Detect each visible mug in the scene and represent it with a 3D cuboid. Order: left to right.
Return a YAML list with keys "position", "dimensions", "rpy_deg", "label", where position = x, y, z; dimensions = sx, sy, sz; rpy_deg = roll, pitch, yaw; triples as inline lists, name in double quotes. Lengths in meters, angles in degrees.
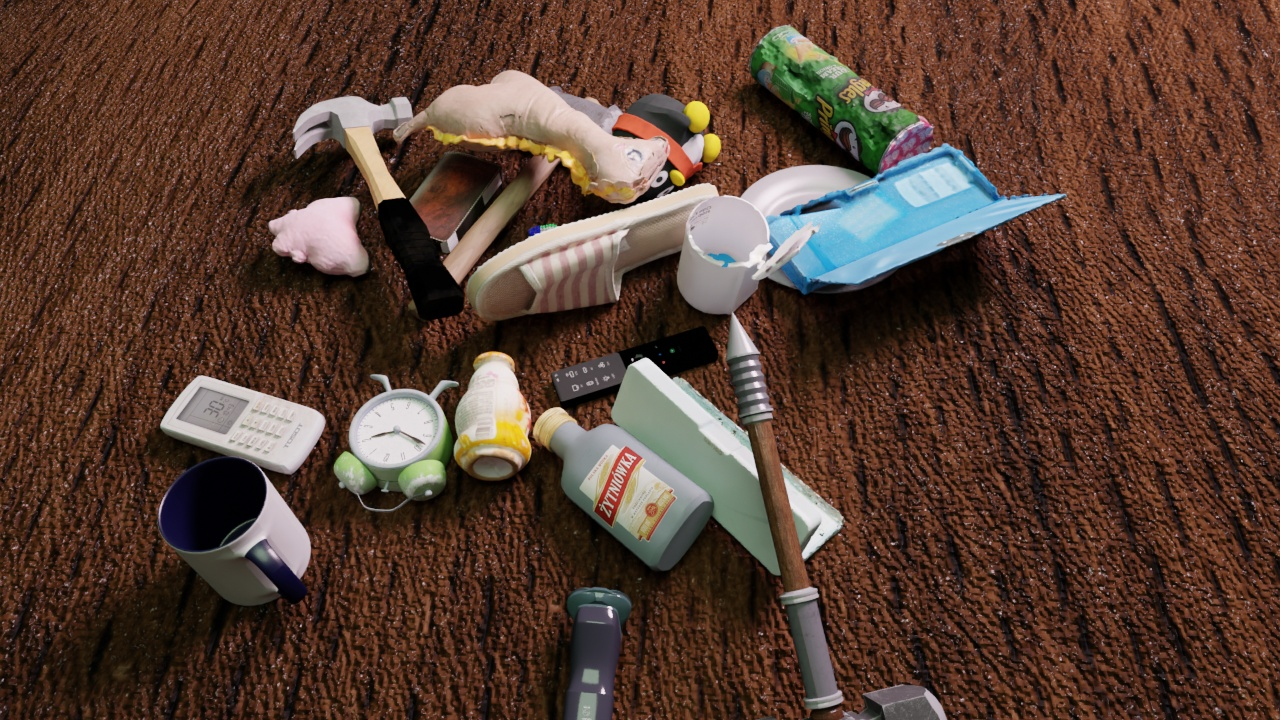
- position: [-0.293, 0.140, 0.691]
  dimensions: [0.112, 0.097, 0.078]
  rpy_deg: [34, 62, 25]
  label: "mug"

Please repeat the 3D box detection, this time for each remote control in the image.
- position: [-0.346, 0.056, 0.801]
  dimensions: [0.138, 0.025, 0.060]
  rpy_deg: [15, 55, 14]
  label: "remote control"
- position: [-0.005, 0.005, 0.829]
  dimensions: [0.150, 0.013, 0.034]
  rpy_deg: [-17, 54, -10]
  label: "remote control"

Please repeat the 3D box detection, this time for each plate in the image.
- position: [0.181, -0.132, 0.923]
  dimensions: [0.178, 0.012, 0.178]
  rpy_deg: [-2, 53, 2]
  label: "plate"

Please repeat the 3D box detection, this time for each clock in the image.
- position: [-0.202, 0.073, 0.771]
  dimensions: [0.094, 0.043, 0.119]
  rpy_deg: [5, 53, 8]
  label: "clock"

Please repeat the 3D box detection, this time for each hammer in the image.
- position: [-0.250, -0.160, 0.910]
  dimensions: [0.131, 0.039, 0.328]
  rpy_deg: [-14, 51, -26]
  label: "hammer"
- position: [-0.133, -0.165, 0.947]
  dimensions: [0.098, 0.052, 0.327]
  rpy_deg: [24, 61, 19]
  label: "hammer"
- position: [0.100, 0.124, 0.631]
  dimensions: [0.156, 0.043, 0.322]
  rpy_deg: [-11, 81, -5]
  label: "hammer"

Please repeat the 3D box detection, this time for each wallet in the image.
- position: [-0.202, -0.169, 0.965]
  dimensions: [0.072, 0.019, 0.122]
  rpy_deg: [17, 56, 15]
  label: "wallet"

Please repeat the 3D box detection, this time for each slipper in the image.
- position: [-0.031, -0.094, 0.849]
  dimensions: [0.262, 0.115, 0.052]
  rpy_deg: [-23, 69, -20]
  label: "slipper"

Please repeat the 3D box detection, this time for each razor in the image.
- position: [-0.035, 0.232, 0.642]
  dimensions: [0.047, 0.052, 0.142]
  rpy_deg: [4, 59, 2]
  label: "razor"

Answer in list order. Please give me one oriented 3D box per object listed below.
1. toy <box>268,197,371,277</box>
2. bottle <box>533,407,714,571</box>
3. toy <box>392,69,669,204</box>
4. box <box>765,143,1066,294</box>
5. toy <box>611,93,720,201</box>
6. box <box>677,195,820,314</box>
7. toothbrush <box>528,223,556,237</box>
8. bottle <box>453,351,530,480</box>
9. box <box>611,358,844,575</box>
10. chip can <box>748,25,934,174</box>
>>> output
- position: [-0.320, -0.123, 0.917]
  dimensions: [0.093, 0.050, 0.102]
  rpy_deg: [-10, 56, -20]
  label: "toy"
- position: [-0.022, 0.093, 0.735]
  dimensions: [0.161, 0.046, 0.072]
  rpy_deg: [35, 89, 31]
  label: "bottle"
- position: [-0.106, -0.208, 0.895]
  dimensions: [0.195, 0.065, 0.264]
  rpy_deg: [-33, 53, -15]
  label: "toy"
- position: [0.250, -0.123, 0.866]
  dimensions: [0.231, 0.066, 0.173]
  rpy_deg: [-22, 35, -13]
  label: "box"
- position: [0.011, -0.213, 0.947]
  dimensions: [0.100, 0.097, 0.119]
  rpy_deg: [33, 84, 24]
  label: "toy"
- position: [0.092, -0.095, 0.814]
  dimensions: [0.084, 0.160, 0.118]
  rpy_deg: [-40, 71, -17]
  label: "box"
- position: [-0.022, -0.138, 0.935]
  dimensions: [0.186, 0.016, 0.015]
  rpy_deg: [-8, 53, -2]
  label: "toothbrush"
- position: [-0.124, 0.045, 0.775]
  dimensions: [0.063, 0.063, 0.108]
  rpy_deg: [-5, 54, -1]
  label: "bottle"
- position: [0.075, 0.078, 0.746]
  dimensions: [0.096, 0.086, 0.199]
  rpy_deg: [-19, 53, -43]
  label: "box"
- position: [0.211, -0.283, 0.996]
  dimensions: [0.075, 0.076, 0.223]
  rpy_deg: [-30, 58, -18]
  label: "chip can"
